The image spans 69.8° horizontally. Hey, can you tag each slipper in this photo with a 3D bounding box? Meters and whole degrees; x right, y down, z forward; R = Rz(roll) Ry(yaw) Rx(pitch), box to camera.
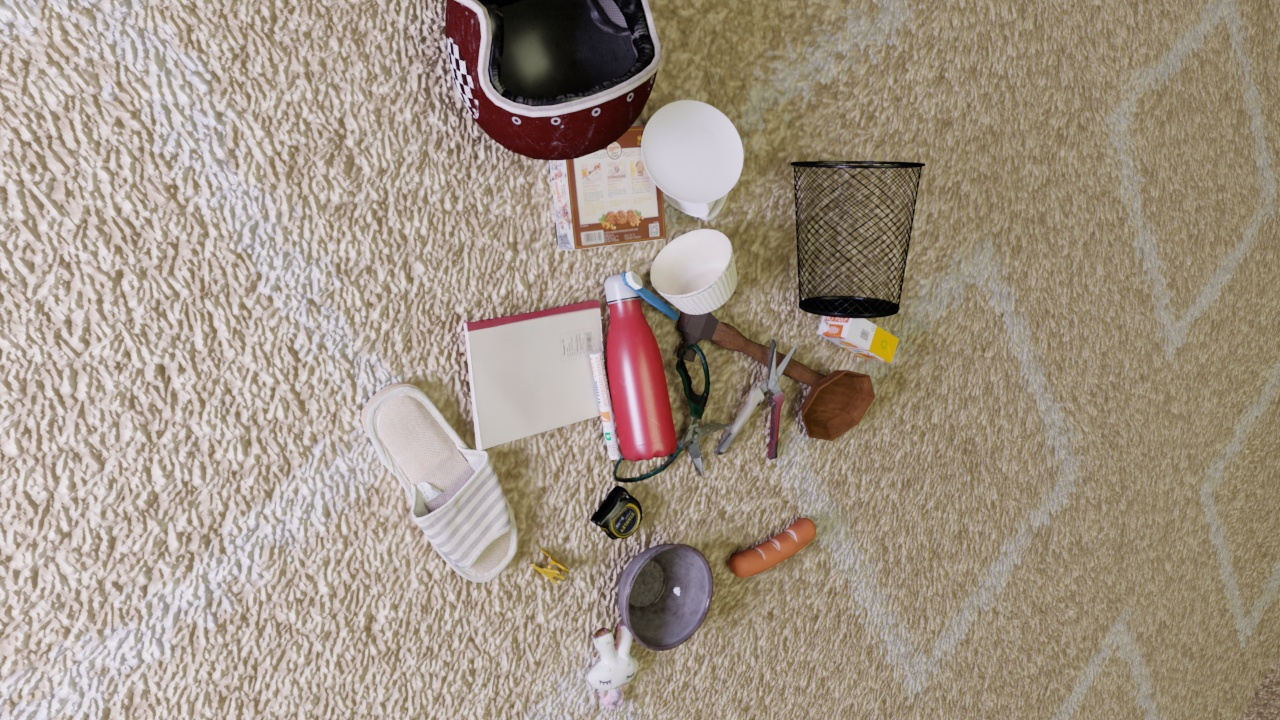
[{"bbox_3d":[-0.225,0.145,1.065,0.114,0.054,0.273,-40,116,-30],"label":"slipper"}]

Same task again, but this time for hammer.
[{"bbox_3d":[0.182,-0.009,1.339,0.322,0.033,0.115,24,86,-35],"label":"hammer"}]

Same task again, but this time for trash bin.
[{"bbox_3d":[0.305,-0.177,1.319,0.183,0.184,0.210,-10,107,-34],"label":"trash bin"}]

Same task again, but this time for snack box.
[{"bbox_3d":[-0.040,-0.217,1.149,0.142,0.041,0.147,-12,103,-33],"label":"snack box"}]

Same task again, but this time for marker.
[{"bbox_3d":[-0.045,0.059,1.183,0.017,0.017,0.145,-20,110,-31],"label":"marker"}]

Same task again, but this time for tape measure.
[{"bbox_3d":[-0.029,0.205,1.217,0.061,0.034,0.061,-50,118,-18],"label":"tape measure"}]

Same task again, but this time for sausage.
[{"bbox_3d":[0.202,0.285,1.385,0.164,0.039,0.044,-20,104,-31],"label":"sausage"}]

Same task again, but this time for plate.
[{"bbox_3d":[0.298,0.064,1.406,0.131,0.025,0.131,-15,129,-20],"label":"plate"},{"bbox_3d":[0.065,-0.262,1.160,0.134,0.011,0.134,2,83,-14],"label":"plate"}]

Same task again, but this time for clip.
[{"bbox_3d":[-0.109,0.262,1.166,0.054,0.048,0.046,46,29,-29],"label":"clip"}]

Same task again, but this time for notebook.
[{"bbox_3d":[-0.121,0.013,1.120,0.208,0.012,0.153,-13,103,-45],"label":"notebook"}]

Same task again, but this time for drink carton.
[{"bbox_3d":[0.336,-0.039,1.424,0.122,0.059,0.040,24,82,-35],"label":"drink carton"}]

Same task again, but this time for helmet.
[{"bbox_3d":[-0.087,-0.344,0.974,0.232,0.234,0.254,-30,131,-23],"label":"helmet"}]

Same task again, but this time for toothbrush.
[{"bbox_3d":[0.018,-0.081,1.181,0.166,0.014,0.016,30,47,-60],"label":"toothbrush"}]

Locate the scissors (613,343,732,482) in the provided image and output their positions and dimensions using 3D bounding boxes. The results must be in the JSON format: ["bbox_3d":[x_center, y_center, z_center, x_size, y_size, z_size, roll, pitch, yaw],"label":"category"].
[{"bbox_3d":[0.041,0.089,1.249,0.204,0.015,0.202,-25,117,-26],"label":"scissors"}]

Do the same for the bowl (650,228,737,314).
[{"bbox_3d":[0.077,-0.110,1.210,0.115,0.115,0.062,-54,136,-17],"label":"bowl"}]

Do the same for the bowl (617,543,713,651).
[{"bbox_3d":[0.022,0.312,1.247,0.144,0.067,0.145,-5,99,-34],"label":"bowl"}]

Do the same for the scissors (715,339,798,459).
[{"bbox_3d":[0.175,0.071,1.336,0.179,0.015,0.199,-31,124,-19],"label":"scissors"}]

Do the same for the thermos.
[{"bbox_3d":[-0.007,0.007,1.177,0.073,0.073,0.240,-11,92,-34],"label":"thermos"}]

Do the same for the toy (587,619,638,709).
[{"bbox_3d":[-0.035,0.412,1.239,0.079,0.038,0.123,-8,103,-41],"label":"toy"}]

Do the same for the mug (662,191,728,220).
[{"bbox_3d":[0.086,-0.238,1.222,0.090,0.074,0.110,-60,144,-13],"label":"mug"}]
